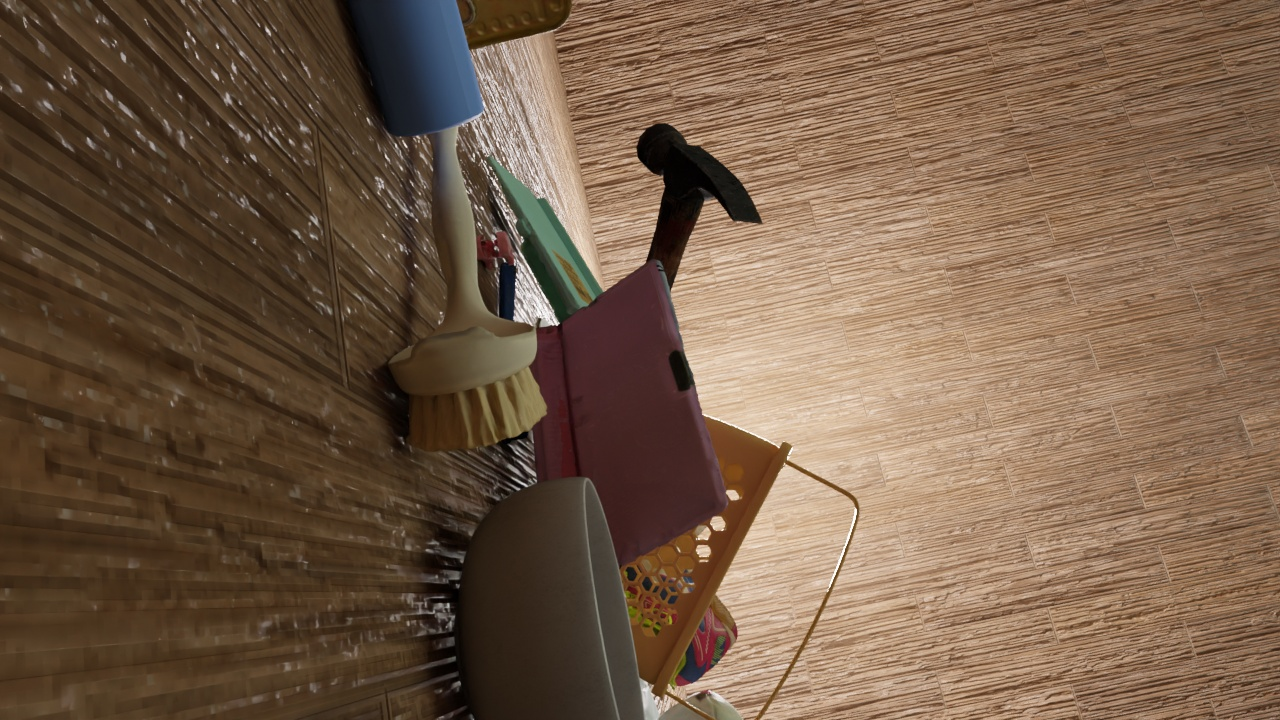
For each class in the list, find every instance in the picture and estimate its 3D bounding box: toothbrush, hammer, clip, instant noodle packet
[{"bbox_3d":[-0.089,-0.011,0.637,0.189,0.017,0.016,-101,-179,-50],"label":"toothbrush"},{"bbox_3d":[-0.004,0.004,0.677,0.120,0.033,0.331,52,-46,44],"label":"hammer"},{"bbox_3d":[-0.107,-0.075,0.629,0.059,0.041,0.023,159,-78,-80],"label":"clip"},{"bbox_3d":[0.026,0.420,0.895,0.147,0.057,0.269,-134,-149,-77],"label":"instant noodle packet"}]

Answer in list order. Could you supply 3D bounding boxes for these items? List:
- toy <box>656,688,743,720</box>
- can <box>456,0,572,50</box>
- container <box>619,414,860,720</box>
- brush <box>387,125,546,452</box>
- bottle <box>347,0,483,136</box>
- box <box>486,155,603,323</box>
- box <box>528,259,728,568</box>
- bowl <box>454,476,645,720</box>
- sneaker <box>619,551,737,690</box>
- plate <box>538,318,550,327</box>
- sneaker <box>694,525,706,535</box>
[{"bbox_3d":[0.043,0.374,0.746,0.138,0.085,0.208,97,-2,-62],"label":"toy"},{"bbox_3d":[-0.098,-0.244,0.591,0.054,0.100,0.059,78,-2,-55],"label":"can"},{"bbox_3d":[0.048,0.143,0.647,0.183,0.167,0.129,-60,168,-13],"label":"container"},{"bbox_3d":[-0.089,-0.062,0.437,0.271,0.062,0.077,-107,-161,-45],"label":"brush"},{"bbox_3d":[-0.111,-0.172,0.419,0.048,0.048,0.131,-100,177,-65],"label":"bottle"},{"bbox_3d":[-0.069,-0.078,0.775,0.187,0.056,0.138,59,-13,31],"label":"box"},{"bbox_3d":[-0.033,0.052,0.562,0.173,0.075,0.232,-60,-154,30],"label":"box"},{"bbox_3d":[-0.041,0.121,0.392,0.132,0.064,0.132,-5,83,-89],"label":"bowl"},{"bbox_3d":[-0.003,0.184,0.821,0.242,0.090,0.116,58,-27,-7],"label":"sneaker"},{"bbox_3d":[-0.061,0.067,0.930,0.229,0.030,0.229,-4,82,-89],"label":"plate"},{"bbox_3d":[0.004,0.044,0.793,0.079,0.087,0.235,-52,-135,28],"label":"sneaker"}]
